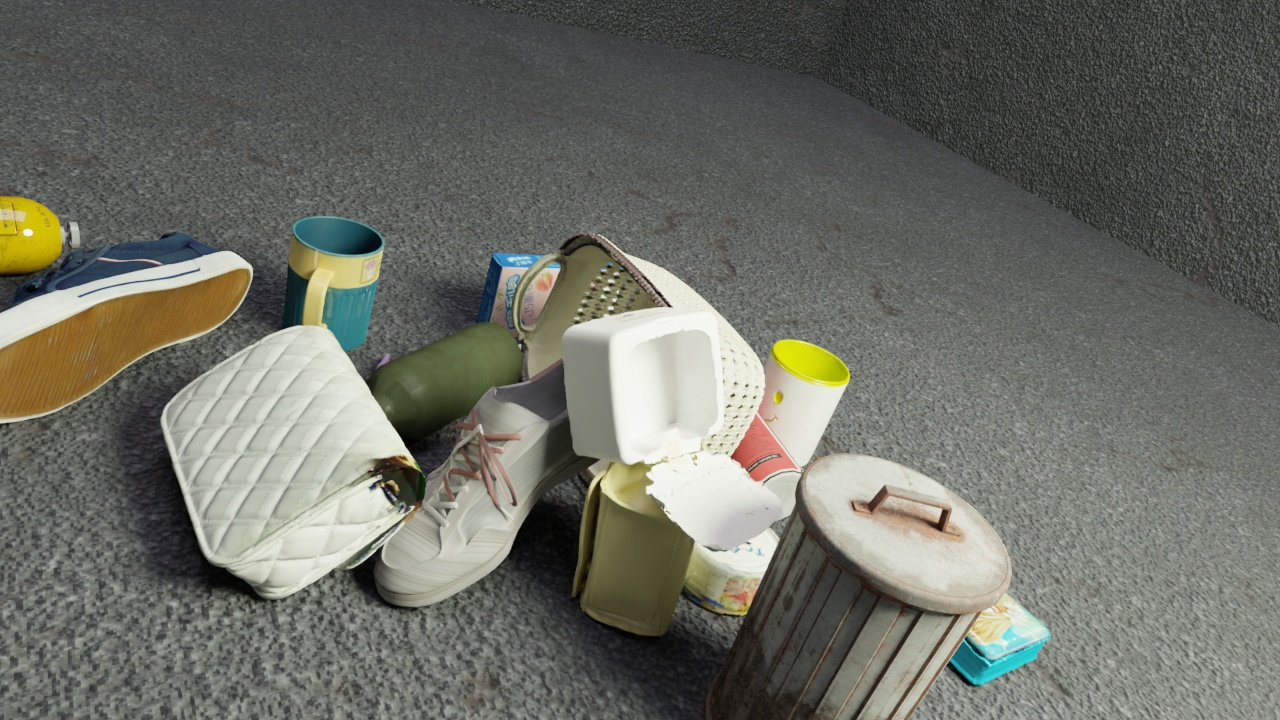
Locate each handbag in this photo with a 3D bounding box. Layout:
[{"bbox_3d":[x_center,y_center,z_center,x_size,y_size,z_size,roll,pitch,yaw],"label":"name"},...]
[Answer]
[{"bbox_3d":[-0.245,0.066,0.647,0.138,0.072,0.195,-34,48,-12],"label":"handbag"},{"bbox_3d":[0.003,0.125,0.683,0.081,0.119,0.111,16,29,7],"label":"handbag"}]

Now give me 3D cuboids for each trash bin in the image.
[{"bbox_3d":[0.131,0.167,0.580,0.131,0.212,0.130,15,28,-8],"label":"trash bin"}]

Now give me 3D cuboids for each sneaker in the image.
[{"bbox_3d":[-0.452,-0.047,0.732,0.127,0.121,0.293,33,25,-1],"label":"sneaker"},{"bbox_3d":[-0.105,0.069,0.659,0.099,0.089,0.235,23,54,39],"label":"sneaker"}]

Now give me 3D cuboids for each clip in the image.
[{"bbox_3d":[-0.235,0.012,0.857,0.033,0.013,0.051,18,30,1],"label":"clip"}]

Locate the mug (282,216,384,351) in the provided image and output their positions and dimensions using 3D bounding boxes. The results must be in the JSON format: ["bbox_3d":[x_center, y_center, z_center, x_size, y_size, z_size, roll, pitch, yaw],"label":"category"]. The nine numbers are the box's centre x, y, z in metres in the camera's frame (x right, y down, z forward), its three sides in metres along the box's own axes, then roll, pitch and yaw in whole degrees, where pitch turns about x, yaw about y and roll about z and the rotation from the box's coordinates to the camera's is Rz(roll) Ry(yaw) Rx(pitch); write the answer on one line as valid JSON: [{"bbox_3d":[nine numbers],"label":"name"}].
[{"bbox_3d":[-0.293,-0.064,0.857,0.083,0.107,0.113,15,27,-11],"label":"mug"}]

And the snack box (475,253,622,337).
[{"bbox_3d":[-0.098,-0.070,1.009,0.154,0.088,0.033,-2,33,-34],"label":"snack box"}]

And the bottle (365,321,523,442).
[{"bbox_3d":[-0.186,0.026,0.797,0.071,0.072,0.206,28,29,17],"label":"bottle"}]

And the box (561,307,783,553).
[{"bbox_3d":[0.019,0.050,0.634,0.111,0.102,0.189,-17,85,-39],"label":"box"}]

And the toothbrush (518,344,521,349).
[{"bbox_3d":[-0.154,-0.006,0.933,0.186,0.017,0.012,-15,56,-47],"label":"toothbrush"}]

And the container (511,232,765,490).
[{"bbox_3d":[-0.005,0.005,0.839,0.143,0.185,0.251,7,29,-39],"label":"container"}]

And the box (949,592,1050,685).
[{"bbox_3d":[0.243,0.181,0.812,0.094,0.039,0.227,-5,35,-37],"label":"box"}]

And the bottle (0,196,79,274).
[{"bbox_3d":[-0.583,-0.108,0.796,0.163,0.071,0.071,-7,37,-40],"label":"bottle"}]

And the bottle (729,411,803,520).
[{"bbox_3d":[0.095,0.076,0.888,0.062,0.062,0.176,4,31,-26],"label":"bottle"}]

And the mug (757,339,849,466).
[{"bbox_3d":[0.155,0.044,0.936,0.082,0.106,0.082,15,28,-8],"label":"mug"}]

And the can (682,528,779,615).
[{"bbox_3d":[0.071,0.160,0.740,0.086,0.043,0.086,14,26,-7],"label":"can"}]

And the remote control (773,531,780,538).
[{"bbox_3d":[0.111,0.164,0.788,0.033,0.015,0.147,-13,41,-45],"label":"remote control"}]
